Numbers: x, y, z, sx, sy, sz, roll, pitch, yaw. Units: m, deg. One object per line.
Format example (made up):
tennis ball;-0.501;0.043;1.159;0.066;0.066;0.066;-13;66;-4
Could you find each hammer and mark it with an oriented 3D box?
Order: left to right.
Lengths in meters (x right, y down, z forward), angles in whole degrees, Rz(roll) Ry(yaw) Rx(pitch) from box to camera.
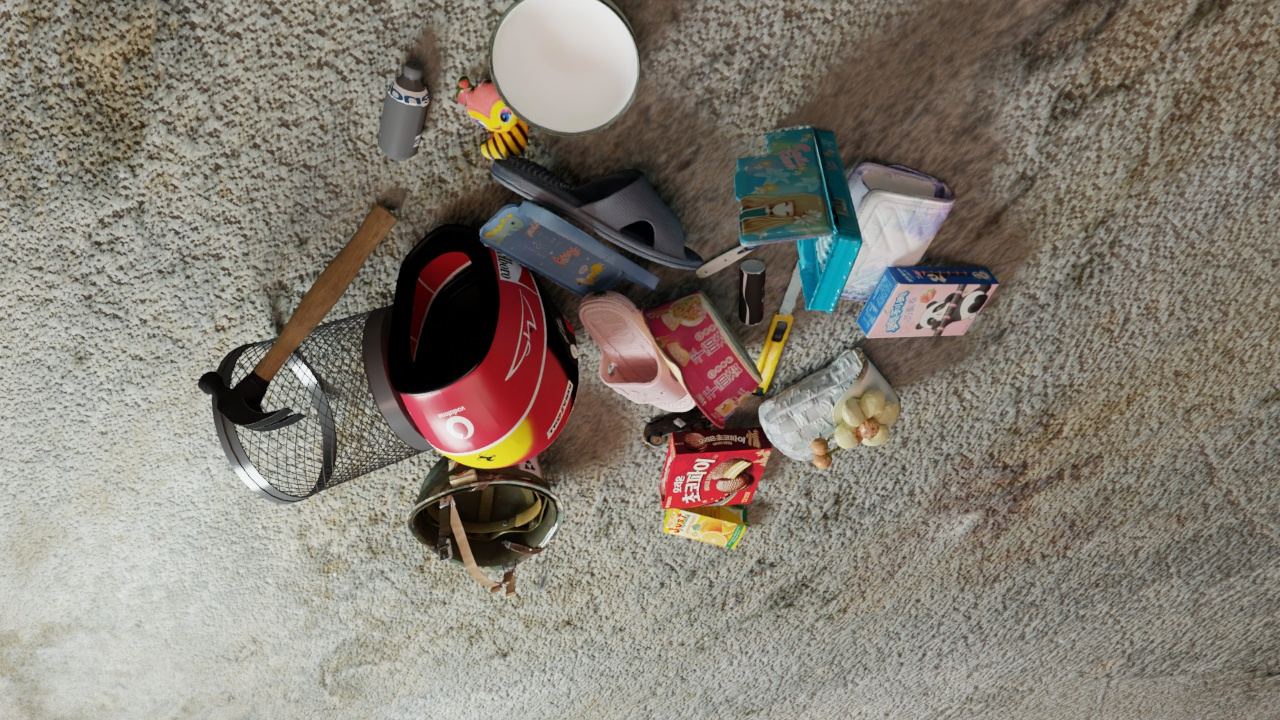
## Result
hammer;-0.388;-0.054;1.087;0.132;0.305;0.040;34;174;23

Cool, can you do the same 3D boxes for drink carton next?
drink carton;0.097;0.244;1.412;0.122;0.041;0.058;16;129;-7

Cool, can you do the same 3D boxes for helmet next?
helmet;-0.216;0.220;1.286;0.225;0.235;0.193;-8;134;24
helmet;-0.179;0.000;1.116;0.198;0.270;0.224;-18;147;21

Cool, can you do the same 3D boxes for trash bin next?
trash bin;-0.380;0.049;1.183;0.228;0.217;0.218;-18;126;13

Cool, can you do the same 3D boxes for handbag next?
handbag;0.249;0.077;1.207;0.172;0.123;0.112;-32;127;20
handbag;0.274;-0.144;1.062;0.126;0.069;0.159;6;132;-20

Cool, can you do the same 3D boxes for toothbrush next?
toothbrush;0.143;-0.145;1.102;0.189;0.017;0.016;-28;112;26

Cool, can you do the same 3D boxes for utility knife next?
utility knife;0.177;-0.037;1.191;0.030;0.019;0.228;5;127;-11

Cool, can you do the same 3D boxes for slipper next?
slipper;-0.036;-0.186;1.037;0.263;0.101;0.082;23;104;-19
slipper;-0.007;0.007;1.182;0.094;0.064;0.239;-7;140;30

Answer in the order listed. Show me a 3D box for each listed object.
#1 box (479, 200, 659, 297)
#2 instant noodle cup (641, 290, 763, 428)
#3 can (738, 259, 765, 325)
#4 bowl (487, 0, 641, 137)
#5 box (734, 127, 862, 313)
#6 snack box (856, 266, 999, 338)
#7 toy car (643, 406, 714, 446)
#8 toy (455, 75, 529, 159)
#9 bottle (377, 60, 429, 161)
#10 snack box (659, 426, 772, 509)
box;-0.078;-0.128;1.068;0.122;0.047;0.209;-6;159;38
instant noodle cup;0.083;-0.011;1.129;0.078;0.178;0.178;-34;121;9
can;0.139;-0.084;1.141;0.031;0.031;0.081;0;130;4
bowl;-0.074;-0.314;0.941;0.153;0.072;0.154;2;129;3
box;0.148;-0.160;0.950;0.117;0.226;0.097;11;130;-6
snack box;0.344;-0.069;1.100;0.154;0.033;0.088;-2;136;-24
toy car;0.061;0.100;1.289;0.112;0.047;0.047;-15;122;17
toy;-0.156;-0.269;1.004;0.084;0.046;0.103;-8;132;3
bottle;-0.258;-0.274;1.006;0.047;0.046;0.113;17;128;-10
snack box;0.103;0.154;1.301;0.132;0.035;0.152;-3;143;-9
